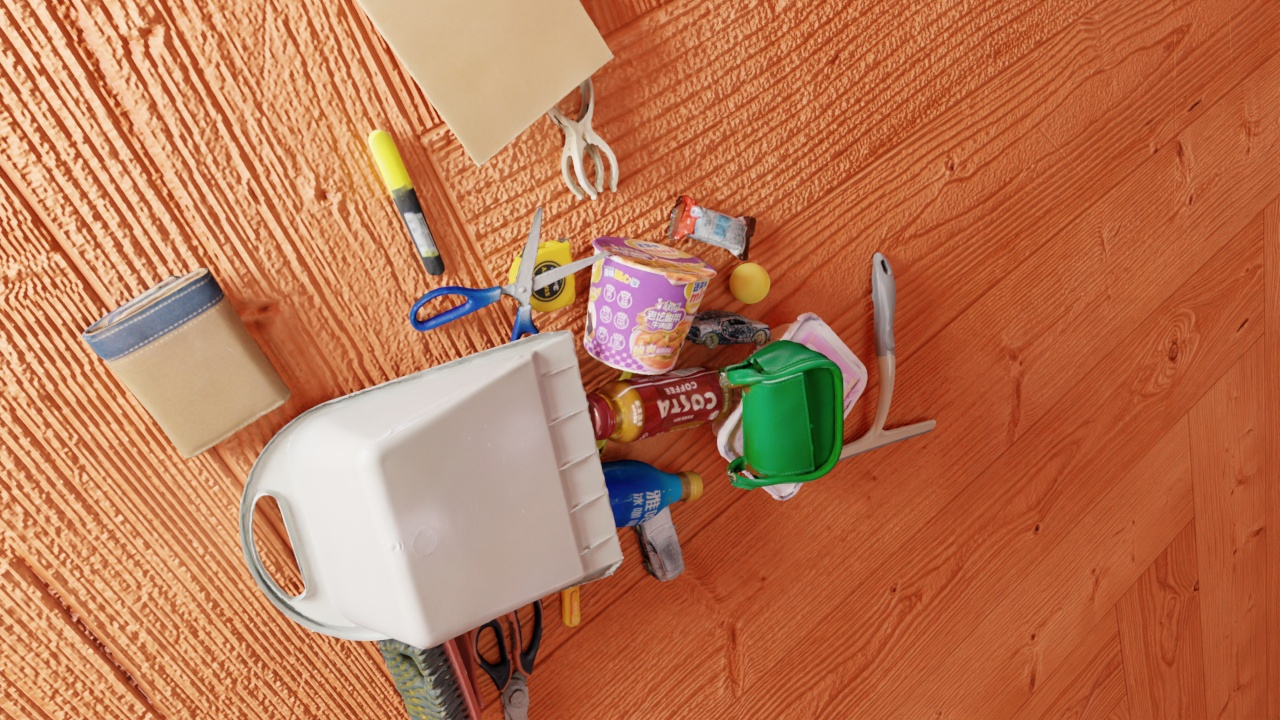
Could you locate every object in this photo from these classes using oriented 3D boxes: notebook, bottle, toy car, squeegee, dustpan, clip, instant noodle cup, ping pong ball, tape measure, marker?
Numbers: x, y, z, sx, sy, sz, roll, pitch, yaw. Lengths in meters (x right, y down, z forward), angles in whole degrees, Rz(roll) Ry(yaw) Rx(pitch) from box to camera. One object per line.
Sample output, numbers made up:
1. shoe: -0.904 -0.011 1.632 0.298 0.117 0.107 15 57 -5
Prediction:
1. notebook: -0.129 -0.276 0.686 0.149 0.012 0.211 -43 118 -15
2. bottle: 0.012 0.042 0.851 0.174 0.057 0.057 -8 110 -44
3. toy car: 0.020 0.185 0.938 0.042 0.034 0.091 -26 117 -22
4. toy car: 0.082 -0.032 0.901 0.105 0.049 0.031 -2 108 -35
5. squeegee: 0.276 0.000 1.051 0.245 0.039 0.247 -12 111 -32
6. dustpan: -0.172 0.113 0.745 0.257 0.143 0.223 -24 108 -42
7. clip: -0.050 -0.187 0.772 0.076 0.035 0.101 -28 110 -24
8. instant noodle cup: 0.000 -0.047 0.808 0.111 0.111 0.099 3 112 -35
9. bottle: -0.035 0.127 0.861 0.218 0.065 0.065 -1 105 -36
10. ping pong ball: 0.108 -0.076 0.909 0.040 0.040 0.040 -11 111 -32
11. tape measure: -0.084 -0.071 0.785 0.057 0.029 0.060 -19 116 -30
12. instant noodle cup: 0.147 0.044 0.963 0.138 0.060 0.173 40 79 -36
13. marker: -0.068 0.203 0.893 0.018 0.015 0.124 -13 110 -36
14. marker: -0.180 -0.120 0.713 0.018 0.015 0.124 -32 123 -22

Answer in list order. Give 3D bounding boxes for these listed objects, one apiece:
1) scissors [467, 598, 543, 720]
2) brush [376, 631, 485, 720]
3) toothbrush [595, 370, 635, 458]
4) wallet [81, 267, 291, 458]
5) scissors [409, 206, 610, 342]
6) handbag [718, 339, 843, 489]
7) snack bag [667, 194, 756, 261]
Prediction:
1. scissors: -0.136 0.316 0.883 0.176 0.015 0.210 32 86 -39
2. brush: -0.176 0.281 0.819 0.069 0.063 0.146 -48 133 -50
3. toothbrush: -0.005 0.005 0.871 0.015 0.017 0.190 22 92 -38
4. wallet: -0.315 0.003 0.648 0.090 0.033 0.115 -35 123 -18
5. scissors: -0.104 -0.049 0.755 0.175 0.012 0.163 -15 132 -8
6. handbag: 0.133 0.051 0.883 0.120 0.068 0.131 -12 113 -23
7. snack bag: 0.072 -0.126 0.877 0.105 0.026 0.045 10 90 -37
